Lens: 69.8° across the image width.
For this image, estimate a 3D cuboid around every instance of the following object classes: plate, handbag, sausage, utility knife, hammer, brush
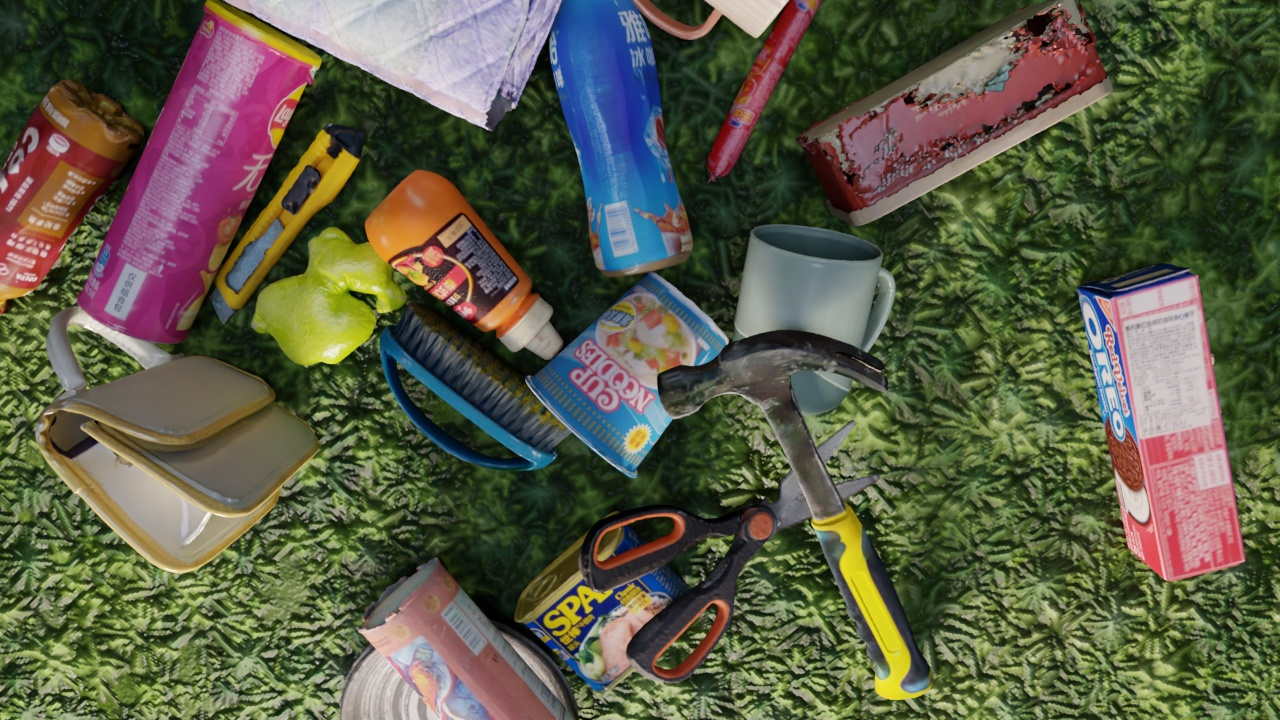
[{"bbox_3d":[-0.136,0.268,0.691,0.179,0.024,0.179,0,104,0],"label":"plate"},{"bbox_3d":[-0.142,-0.231,0.515,0.194,0.075,0.134,26,103,1],"label":"handbag"},{"bbox_3d":[0.081,-0.185,0.593,0.020,0.020,0.156,27,101,-5],"label":"sausage"},{"bbox_3d":[-0.240,-0.092,0.617,0.033,0.015,0.168,39,100,-5],"label":"utility knife"},{"bbox_3d":[0.134,0.114,0.602,0.126,0.031,0.323,-19,119,18],"label":"hammer"},{"bbox_3d":[-0.117,0.027,0.622,0.144,0.055,0.073,38,99,-7],"label":"brush"},{"bbox_3d":[-0.296,0.029,0.570,0.063,0.163,0.178,-45,98,7],"label":"handbag"}]

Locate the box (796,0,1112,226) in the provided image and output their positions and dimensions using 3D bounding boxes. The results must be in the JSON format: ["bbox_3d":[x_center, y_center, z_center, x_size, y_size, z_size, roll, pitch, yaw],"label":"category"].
[{"bbox_3d":[0.183,-0.158,0.561,0.168,0.091,0.077,-29,104,6],"label":"box"}]

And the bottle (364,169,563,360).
[{"bbox_3d":[-0.108,-0.055,0.605,0.067,0.066,0.149,-43,105,9],"label":"bottle"}]

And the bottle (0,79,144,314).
[{"bbox_3d":[-0.397,-0.097,0.597,0.057,0.057,0.175,40,100,-8],"label":"bottle"}]

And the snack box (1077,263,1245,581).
[{"bbox_3d":[0.352,0.040,0.620,0.058,0.057,0.207,-15,102,6],"label":"snack box"}]

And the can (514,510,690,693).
[{"bbox_3d":[-0.024,0.172,0.652,0.102,0.057,0.083,-42,100,8],"label":"can"}]

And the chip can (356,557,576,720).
[{"bbox_3d":[-0.099,0.238,0.635,0.071,0.071,0.215,-36,100,7],"label":"chip can"}]

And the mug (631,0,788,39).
[{"bbox_3d":[0.045,-0.248,0.555,0.106,0.081,0.115,37,127,-8],"label":"mug"}]

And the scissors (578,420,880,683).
[{"bbox_3d":[0.067,0.130,0.629,0.226,0.022,0.198,2,94,-19],"label":"scissors"}]

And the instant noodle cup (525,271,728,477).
[{"bbox_3d":[-0.004,0.004,0.601,0.099,0.099,0.110,41,91,-8],"label":"instant noodle cup"}]

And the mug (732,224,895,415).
[{"bbox_3d":[0.115,-0.027,0.595,0.111,0.082,0.106,-5,115,-27],"label":"mug"}]

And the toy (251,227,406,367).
[{"bbox_3d":[-0.210,-0.039,0.621,0.096,0.031,0.100,15,101,-5],"label":"toy"}]

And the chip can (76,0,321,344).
[{"bbox_3d":[-0.283,-0.116,0.585,0.071,0.071,0.211,30,101,-6],"label":"chip can"}]

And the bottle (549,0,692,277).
[{"bbox_3d":[-0.019,-0.164,0.576,0.065,0.065,0.219,-12,101,3],"label":"bottle"}]
